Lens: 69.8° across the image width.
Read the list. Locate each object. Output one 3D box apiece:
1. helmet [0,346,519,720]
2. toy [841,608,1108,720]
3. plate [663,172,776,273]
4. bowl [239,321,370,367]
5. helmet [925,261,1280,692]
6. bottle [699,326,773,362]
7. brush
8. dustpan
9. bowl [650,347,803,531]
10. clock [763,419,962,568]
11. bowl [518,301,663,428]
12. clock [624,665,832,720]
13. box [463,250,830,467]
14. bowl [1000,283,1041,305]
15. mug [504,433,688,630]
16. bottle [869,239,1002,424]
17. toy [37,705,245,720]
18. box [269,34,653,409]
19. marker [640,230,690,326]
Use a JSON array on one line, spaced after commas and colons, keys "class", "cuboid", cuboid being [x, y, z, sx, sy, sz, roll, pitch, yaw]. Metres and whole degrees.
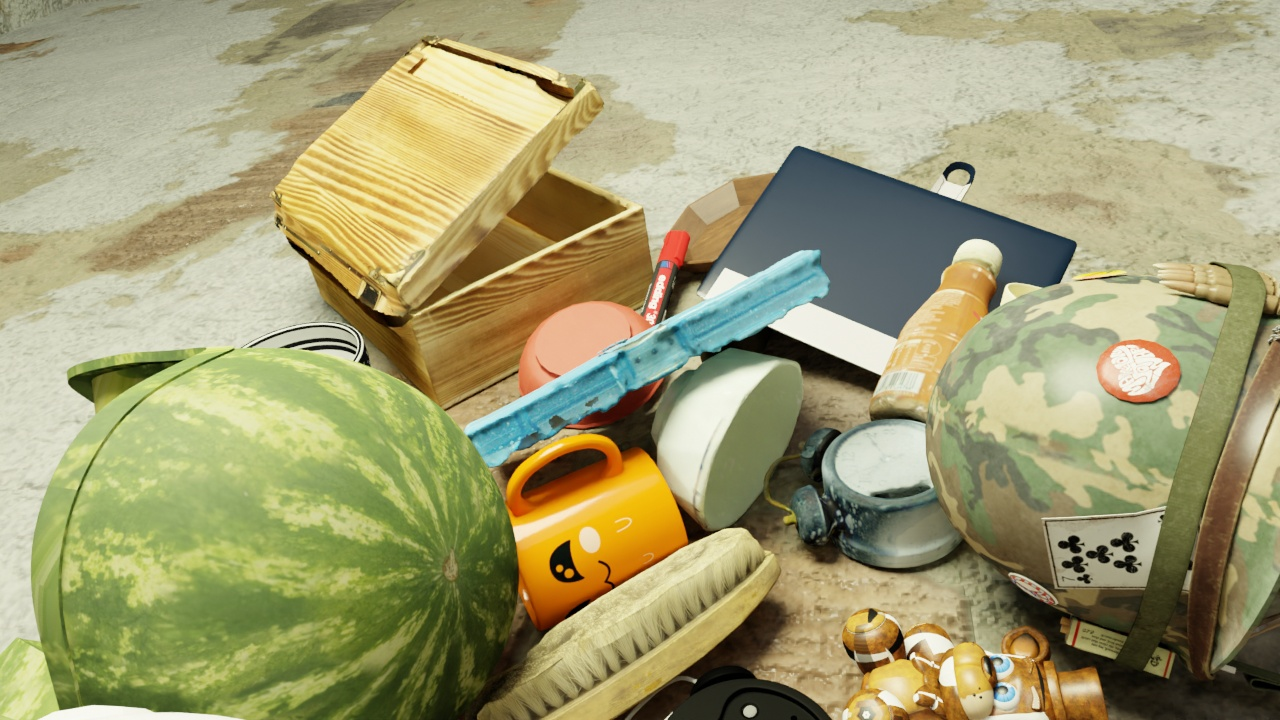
[{"class": "helmet", "cuboid": [-0.179, 0.102, 0.448, 0.248, 0.243, 0.212, -13, 57, 41]}, {"class": "toy", "cuboid": [0.157, 0.159, 0.434, 0.113, 0.067, 0.087, -12, 33, 20]}, {"class": "plate", "cuboid": [0.083, -0.124, 0.860, 0.131, 0.025, 0.131, -26, 33, 18]}, {"class": "bowl", "cuboid": [-0.269, 0.029, 0.728, 0.120, 0.066, 0.120, -7, 35, 5]}, {"class": "helmet", "cuboid": [0.261, 0.051, 0.434, 0.236, 0.193, 0.224, 12, 7, 2]}, {"class": "bottle", "cuboid": [0.099, -0.053, 0.768, 0.045, 0.045, 0.184, 6, 38, 22]}, {"class": "brush", "cuboid": [-0.009, 0.150, 0.488, 0.195, 0.043, 0.059, -29, 6, -19]}, {"class": "dustpan", "cuboid": [0.217, -0.090, 0.751, 0.236, 0.080, 0.272, 26, 67, 22]}, {"class": "bowl", "cuboid": [0.047, 0.042, 0.577, 0.061, 0.118, 0.117, 26, 48, 27]}, {"class": "clock", "cuboid": [0.141, 0.079, 0.565, 0.130, 0.052, 0.090, -2, 35, 20]}, {"class": "bowl", "cuboid": [-0.041, -0.006, 0.721, 0.122, 0.035, 0.121, -7, 49, 8]}, {"class": "clock", "cuboid": [0.043, 0.193, 0.432, 0.091, 0.043, 0.121, -35, 41, -31]}, {"class": "box", "cuboid": [-0.004, 0.003, 0.598, 0.231, 0.033, 0.175, -28, 0, -9]}, {"class": "bowl", "cuboid": [0.278, 0.008, 0.597, 0.118, 0.074, 0.117, 17, 22, -7]}, {"class": "mug", "cuboid": [-0.034, 0.090, 0.538, 0.095, 0.113, 0.077, -21, 33, -16]}, {"class": "bottle", "cuboid": [0.210, -0.016, 0.628, 0.059, 0.059, 0.166, 13, 56, 30]}, {"class": "toy", "cuboid": [-0.158, 0.238, 0.233, 0.262, 0.266, 0.280, -24, 53, -15]}, {"class": "box", "cuboid": [-0.181, -0.136, 0.816, 0.258, 0.221, 0.279, -31, 41, -24]}, {"class": "marker", "cuboid": [0.018, -0.060, 0.796, 0.024, 0.021, 0.144, -16, 40, 33]}]
